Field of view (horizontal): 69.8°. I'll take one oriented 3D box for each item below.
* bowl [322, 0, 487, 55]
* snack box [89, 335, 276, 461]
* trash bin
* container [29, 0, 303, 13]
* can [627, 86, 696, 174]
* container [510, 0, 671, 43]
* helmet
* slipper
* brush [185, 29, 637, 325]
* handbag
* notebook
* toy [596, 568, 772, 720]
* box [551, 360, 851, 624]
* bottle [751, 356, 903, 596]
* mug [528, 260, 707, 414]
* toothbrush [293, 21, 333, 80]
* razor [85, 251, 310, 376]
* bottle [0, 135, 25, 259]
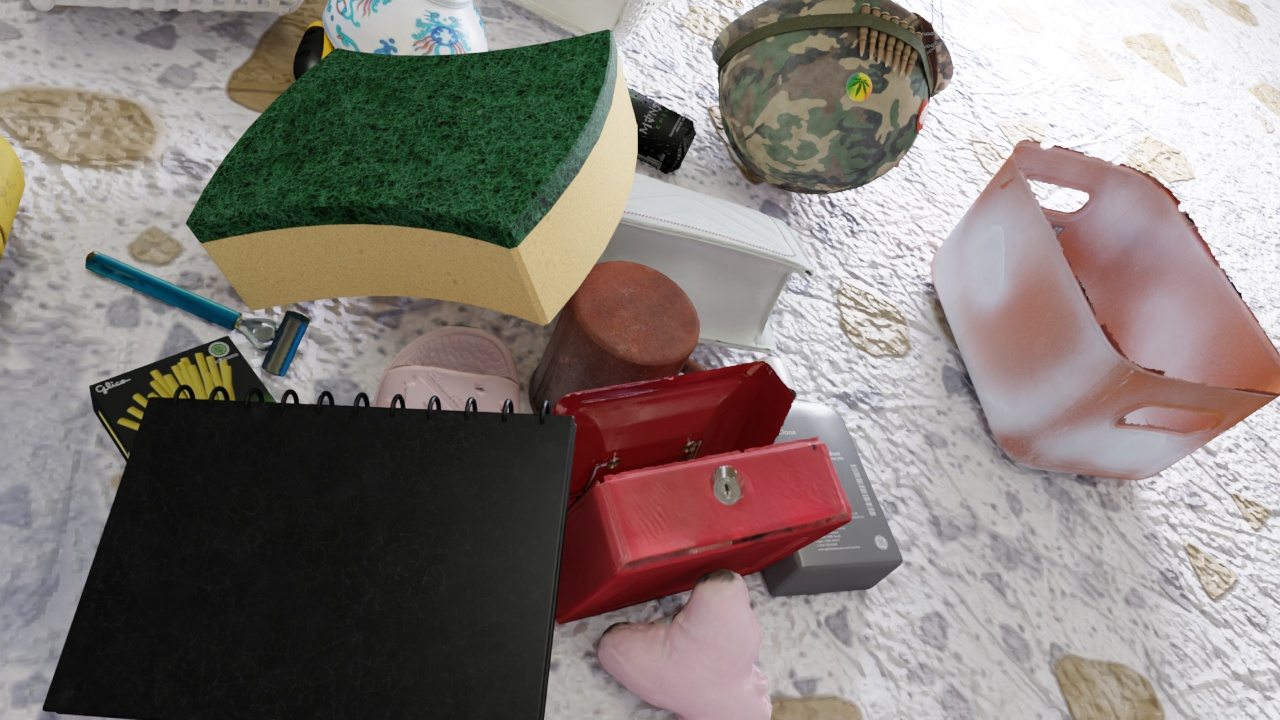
[{"bbox_3d":[-0.187,-0.295,0.780,0.144,0.074,0.143,22,41,-21],"label":"bowl"},{"bbox_3d":[-0.235,0.059,0.521,0.080,0.025,0.147,-28,68,-38],"label":"snack box"},{"bbox_3d":[0.384,-0.037,0.793,0.181,0.158,0.259,7,49,-19],"label":"trash bin"},{"bbox_3d":[-0.368,-0.362,0.694,0.186,0.190,0.189,-12,59,-33],"label":"container"},{"bbox_3d":[-0.018,-0.220,0.828,0.137,0.054,0.053,27,47,-2],"label":"can"},{"bbox_3d":[-0.067,-0.429,0.898,0.251,0.185,0.142,28,56,-2],"label":"container"},{"bbox_3d":[0.180,-0.274,0.862,0.224,0.193,0.236,-5,81,-12],"label":"helmet"},{"bbox_3d":[-0.116,0.065,0.545,0.094,0.065,0.238,10,51,-17],"label":"slipper"},{"bbox_3d":[-0.137,-0.123,0.596,0.250,0.075,0.194,4,50,20],"label":"brush"},{"bbox_3d":[0.017,-0.084,0.706,0.198,0.096,0.141,13,27,-14],"label":"handbag"},{"bbox_3d":[-0.154,0.093,0.455,0.231,0.019,0.168,2,63,5],"label":"notebook"},{"bbox_3d":[0.036,0.175,0.522,0.096,0.099,0.052,55,16,-7],"label":"toy"},{"bbox_3d":[0.024,0.091,0.544,0.157,0.136,0.117,-10,53,-29],"label":"box"},{"bbox_3d":[0.111,0.075,0.651,0.083,0.046,0.173,2,53,-23],"label":"bottle"},{"bbox_3d":[-0.004,0.004,0.618,0.123,0.110,0.096,16,53,-12],"label":"mug"},{"bbox_3d":[-0.262,-0.208,0.722,0.031,0.031,0.196,47,27,-47],"label":"toothbrush"},{"bbox_3d":[-0.282,-0.036,0.582,0.144,0.022,0.042,23,83,0],"label":"razor"},{"bbox_3d":[-0.406,-0.083,0.529,0.071,0.071,0.163,5,52,-21],"label":"bottle"}]
